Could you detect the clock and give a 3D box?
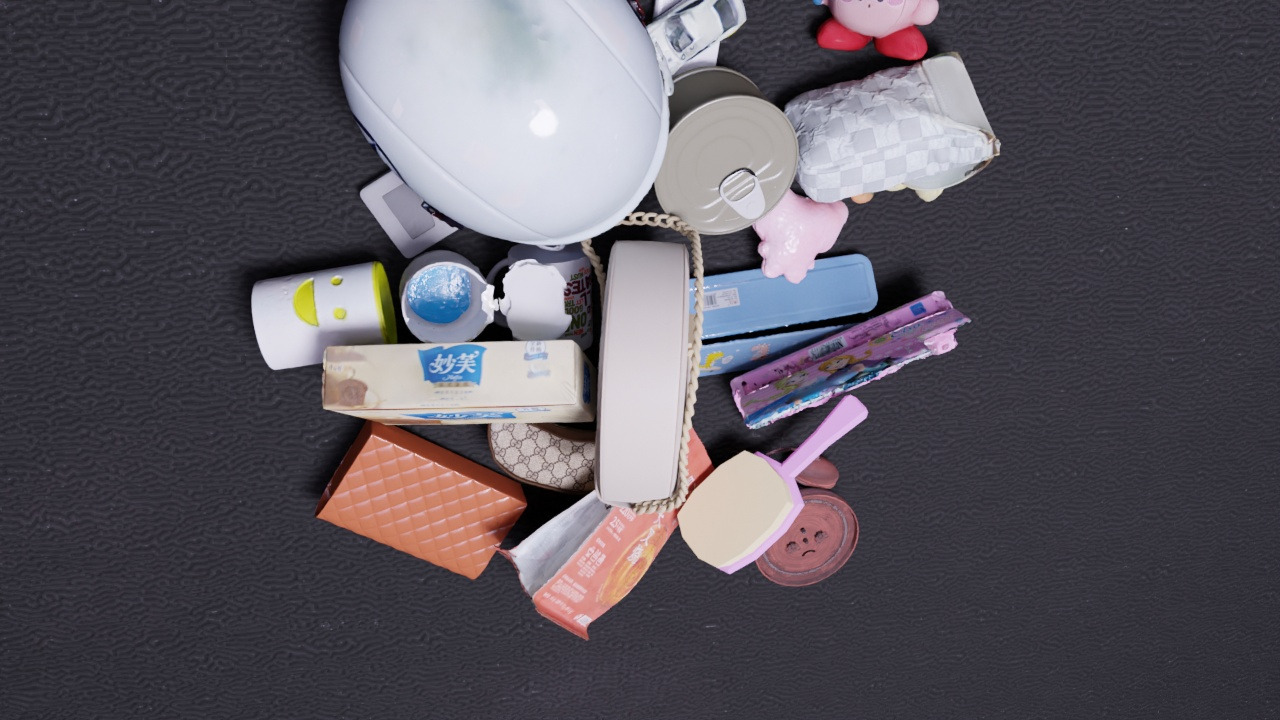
[{"bbox_3d":[0.166,0.165,0.998,0.120,0.072,0.158,-20,117,-3],"label":"clock"}]

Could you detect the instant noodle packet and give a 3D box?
[{"bbox_3d":[-0.014,0.166,0.920,0.221,0.084,0.164,-39,149,-5],"label":"instant noodle packet"}]

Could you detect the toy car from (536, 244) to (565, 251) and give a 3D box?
[{"bbox_3d":[-0.060,-0.171,0.798,0.056,0.055,0.153,16,102,-61],"label":"toy car"}]

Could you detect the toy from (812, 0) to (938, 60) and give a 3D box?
[{"bbox_3d":[0.203,-0.337,0.795,0.124,0.096,0.132,17,124,23],"label":"toy"}]

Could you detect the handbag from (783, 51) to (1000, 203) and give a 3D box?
[{"bbox_3d":[0.218,-0.196,0.831,0.171,0.112,0.123,-12,150,6],"label":"handbag"}]

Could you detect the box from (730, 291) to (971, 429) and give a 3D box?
[{"bbox_3d":[0.199,0.000,0.891,0.231,0.158,0.066,-24,83,7],"label":"box"}]

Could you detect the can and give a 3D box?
[{"bbox_3d":[0.065,-0.183,0.801,0.127,0.073,0.128,-8,130,-11],"label":"can"}]

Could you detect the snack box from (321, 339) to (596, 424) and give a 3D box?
[{"bbox_3d":[-0.149,0.023,0.799,0.207,0.153,0.055,-1,82,3],"label":"snack box"}]

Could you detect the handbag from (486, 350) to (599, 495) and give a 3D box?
[{"bbox_3d":[-0.079,0.056,0.913,0.166,0.063,0.138,17,92,-14],"label":"handbag"}]

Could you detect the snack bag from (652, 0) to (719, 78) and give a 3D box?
[{"bbox_3d":[0.037,-0.272,0.807,0.070,0.016,0.197,1,113,-17],"label":"snack bag"}]

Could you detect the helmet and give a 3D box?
[{"bbox_3d":[-0.105,-0.211,0.690,0.237,0.163,0.264,-42,90,10],"label":"helmet"}]

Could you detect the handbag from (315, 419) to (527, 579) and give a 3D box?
[{"bbox_3d":[-0.217,0.140,0.911,0.172,0.060,0.109,29,99,-25],"label":"handbag"}]

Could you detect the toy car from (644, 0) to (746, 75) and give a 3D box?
[{"bbox_3d":[0.041,-0.279,0.777,0.105,0.033,0.048,-33,119,3],"label":"toy car"}]

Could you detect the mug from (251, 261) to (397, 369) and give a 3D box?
[{"bbox_3d":[-0.275,-0.039,0.808,0.106,0.082,0.083,-10,115,-7],"label":"mug"}]

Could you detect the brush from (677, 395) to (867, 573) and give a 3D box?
[{"bbox_3d":[0.136,0.119,0.933,0.229,0.089,0.043,-45,150,10],"label":"brush"}]

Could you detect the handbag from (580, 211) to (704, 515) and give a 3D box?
[{"bbox_3d":[-0.004,0.005,0.786,0.103,0.210,0.209,3,128,0],"label":"handbag"}]

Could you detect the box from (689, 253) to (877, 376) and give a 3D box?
[{"bbox_3d":[0.136,-0.038,0.916,0.209,0.049,0.121,-9,116,-8],"label":"box"}]

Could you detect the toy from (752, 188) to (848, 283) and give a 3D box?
[{"bbox_3d":[0.148,-0.122,0.878,0.102,0.050,0.093,11,99,-20],"label":"toy"}]

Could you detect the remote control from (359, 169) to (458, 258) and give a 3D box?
[{"bbox_3d":[-0.165,-0.158,0.813,0.151,0.019,0.074,-31,116,3],"label":"remote control"}]

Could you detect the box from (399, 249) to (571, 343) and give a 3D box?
[{"bbox_3d":[-0.137,-0.055,0.800,0.143,0.136,0.083,1,102,-14],"label":"box"}]

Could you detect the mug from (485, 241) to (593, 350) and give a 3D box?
[{"bbox_3d":[-0.096,-0.060,0.849,0.105,0.073,0.090,7,115,16],"label":"mug"}]
